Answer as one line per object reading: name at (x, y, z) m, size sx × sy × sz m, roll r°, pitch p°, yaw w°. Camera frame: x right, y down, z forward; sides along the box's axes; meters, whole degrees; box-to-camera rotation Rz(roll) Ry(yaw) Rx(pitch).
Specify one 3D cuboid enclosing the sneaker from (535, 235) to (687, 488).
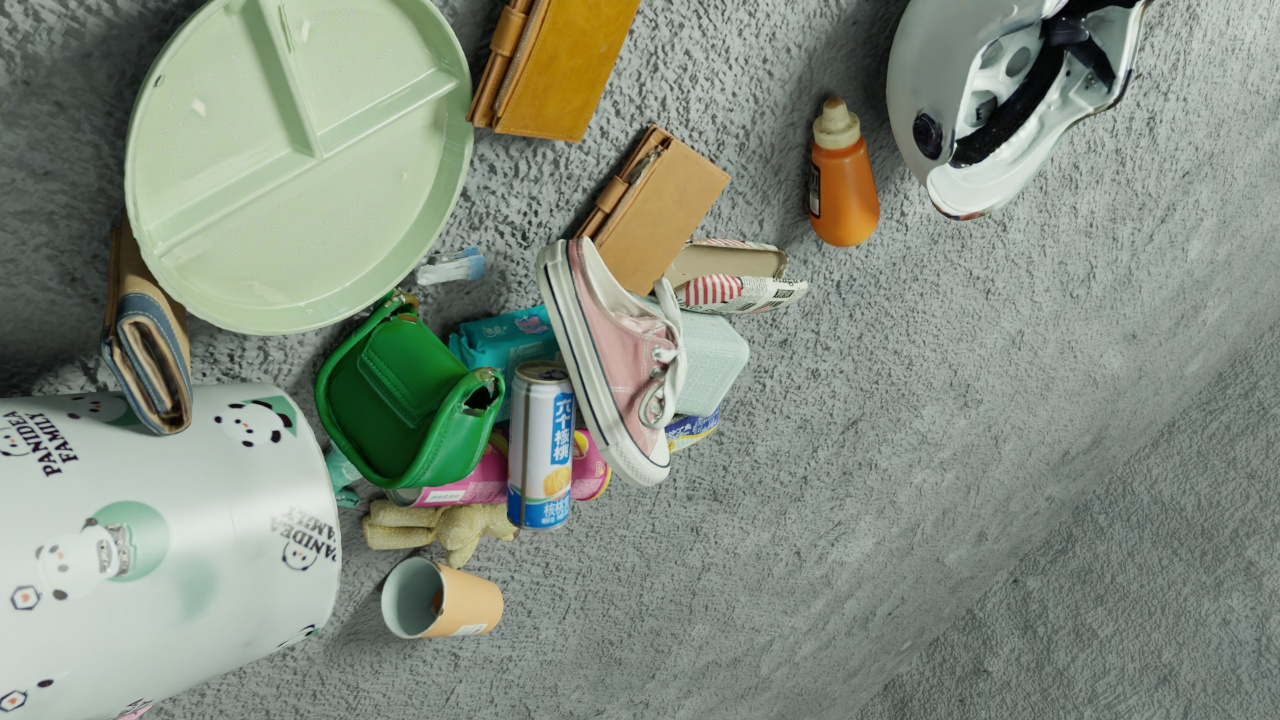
sneaker at (-0.004, 0.004, 0.738) m, size 0.088 × 0.118 × 0.241 m, roll -13°, pitch 123°, yaw 12°

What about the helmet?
helmet at (0.303, -0.262, 0.789) m, size 0.228 × 0.146 × 0.259 m, roll -24°, pitch 149°, yaw -20°

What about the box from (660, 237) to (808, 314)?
box at (0.093, -0.065, 0.864) m, size 0.163 × 0.082 × 0.075 m, roll -1°, pitch 131°, yaw -44°

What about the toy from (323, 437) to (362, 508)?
toy at (-0.256, 0.099, 0.772) m, size 0.092 × 0.030 × 0.096 m, roll -39°, pitch 152°, yaw 6°

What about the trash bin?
trash bin at (-0.342, 0.119, 0.562) m, size 0.251 × 0.229 × 0.230 m, roll -11°, pitch 135°, yaw -43°

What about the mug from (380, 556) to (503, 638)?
mug at (-0.198, 0.251, 0.949) m, size 0.078 × 0.078 × 0.122 m, roll -44°, pitch 148°, yaw 6°

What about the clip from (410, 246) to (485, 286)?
clip at (-0.146, -0.071, 0.695) m, size 0.058 × 0.038 × 0.026 m, roll -10°, pitch 137°, yaw -33°

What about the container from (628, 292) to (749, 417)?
container at (0.023, -0.007, 0.862) m, size 0.111 × 0.090 × 0.090 m, roll 8°, pitch 123°, yaw -42°

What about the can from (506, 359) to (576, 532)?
can at (-0.082, 0.070, 0.755) m, size 0.053 × 0.053 × 0.135 m, roll -10°, pitch 115°, yaw -36°

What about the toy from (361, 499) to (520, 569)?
toy at (-0.183, 0.149, 0.869) m, size 0.157 × 0.066 × 0.105 m, roll 0°, pitch 117°, yaw -32°

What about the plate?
plate at (-0.194, -0.121, 0.547) m, size 0.229 × 0.027 × 0.231 m, roll -38°, pitch 148°, yaw -30°

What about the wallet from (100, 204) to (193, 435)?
wallet at (-0.285, -0.026, 0.535) m, size 0.033 × 0.115 × 0.090 m, roll -11°, pitch 137°, yaw -17°

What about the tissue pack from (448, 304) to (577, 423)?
tissue pack at (-0.101, 0.002, 0.786) m, size 0.133 × 0.050 × 0.093 m, roll -15°, pitch 138°, yaw -30°

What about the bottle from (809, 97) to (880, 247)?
bottle at (0.186, -0.177, 0.852) m, size 0.066 × 0.067 × 0.150 m, roll -32°, pitch 136°, yaw -12°

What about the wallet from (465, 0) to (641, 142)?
wallet at (-0.055, -0.209, 0.604) m, size 0.118 × 0.035 × 0.131 m, roll -7°, pitch 133°, yaw -50°

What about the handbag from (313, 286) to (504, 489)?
handbag at (-0.172, 0.024, 0.681) m, size 0.067 × 0.131 × 0.120 m, roll 2°, pitch 124°, yaw -58°

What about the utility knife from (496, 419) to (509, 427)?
utility knife at (-0.108, 0.066, 0.881) m, size 0.029 × 0.013 × 0.157 m, roll -45°, pitch 144°, yaw 3°

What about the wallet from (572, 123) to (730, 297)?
wallet at (0.007, -0.121, 0.769) m, size 0.107 × 0.031 × 0.132 m, roll 18°, pitch 112°, yaw -50°

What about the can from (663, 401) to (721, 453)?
can at (0.018, 0.053, 0.932) m, size 0.147 × 0.074 × 0.049 m, roll -19°, pitch 136°, yaw -28°

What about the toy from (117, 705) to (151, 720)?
toy at (-0.437, 0.250, 0.725) m, size 0.178 × 0.074 × 0.195 m, roll -10°, pitch 135°, yaw -48°

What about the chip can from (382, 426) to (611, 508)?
chip can at (-0.123, 0.093, 0.819) m, size 0.210 × 0.071 × 0.071 m, roll 7°, pitch 124°, yaw -47°
